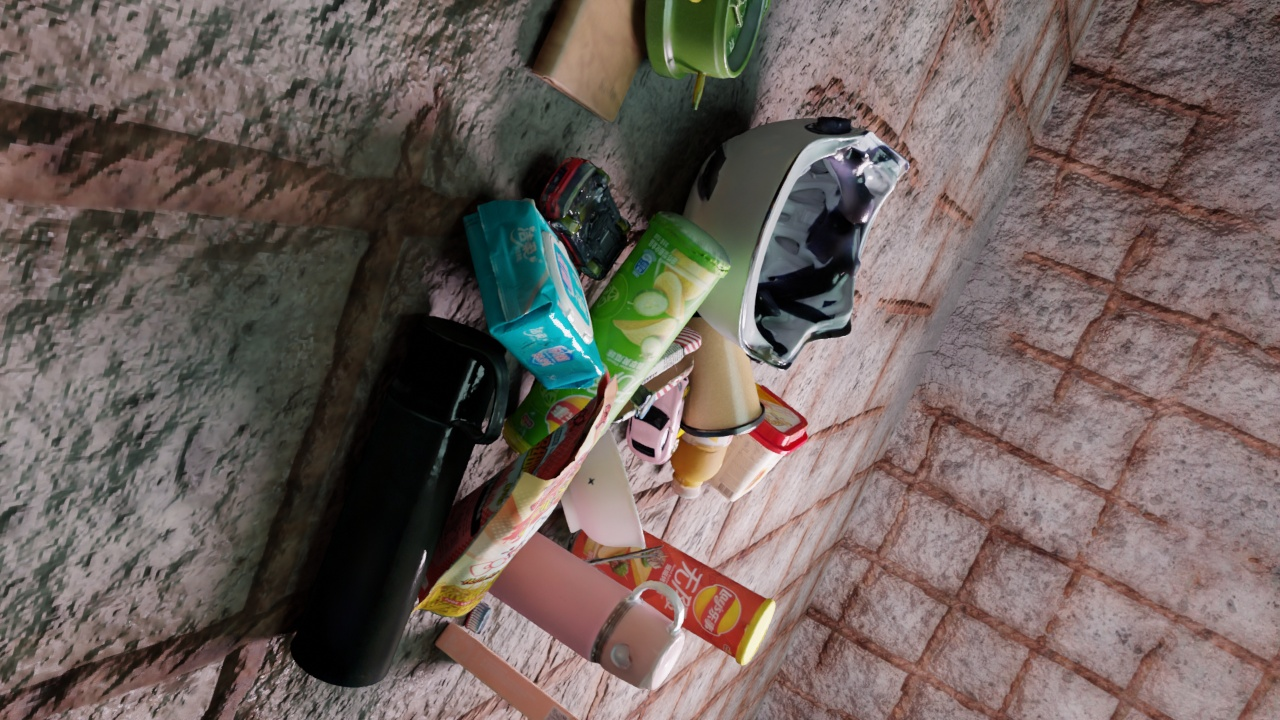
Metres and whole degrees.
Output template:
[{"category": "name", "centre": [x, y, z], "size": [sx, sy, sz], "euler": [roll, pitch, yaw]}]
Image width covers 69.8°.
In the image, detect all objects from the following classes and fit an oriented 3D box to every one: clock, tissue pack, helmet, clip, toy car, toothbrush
[{"category": "clock", "centre": [0.056, -0.267, 0.651], "size": [0.116, 0.056, 0.160], "euler": [82, 28, -56]}, {"category": "tissue pack", "centre": [-0.067, -0.040, 0.613], "size": [0.050, 0.093, 0.133], "euler": [-19, 156, 6]}, {"category": "helmet", "centre": [0.117, -0.122, 0.847], "size": [0.257, 0.146, 0.229], "euler": [-18, 128, -47]}, {"category": "clip", "centre": [0.001, 0.033, 0.779], "size": [0.024, 0.027, 0.056], "euler": [-54, 166, -10]}, {"category": "toy car", "centre": [-0.043, -0.101, 0.660], "size": [0.053, 0.045, 0.120], "euler": [-58, 162, -13]}, {"category": "toy car", "centre": [0.014, 0.056, 0.942], "size": [0.037, 0.056, 0.123], "euler": [-45, 152, -49]}, {"category": "toothbrush", "centre": [-0.117, 0.166, 0.834], "size": [0.188, 0.017, 0.016], "euler": [-65, 158, 8]}]

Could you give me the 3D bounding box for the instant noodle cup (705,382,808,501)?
[{"category": "instant noodle cup", "centre": [0.136, 0.107, 1.196], "size": [0.116, 0.116, 0.124], "euler": [-16, 142, -60]}]

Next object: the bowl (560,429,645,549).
[{"category": "bowl", "centre": [-0.043, 0.130, 0.874], "size": [0.064, 0.118, 0.118], "euler": [-16, 144, -5]}]

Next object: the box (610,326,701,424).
[{"category": "box", "centre": [-0.004, -0.003, 0.828], "size": [0.163, 0.076, 0.073], "euler": [-31, 147, -47]}]

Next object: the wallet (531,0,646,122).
[{"category": "wallet", "centre": [-0.022, -0.219, 0.611], "size": [0.101, 0.020, 0.115], "euler": [-65, 160, 9]}]

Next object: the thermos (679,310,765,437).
[{"category": "thermos", "centre": [0.079, 0.013, 0.957], "size": [0.092, 0.093, 0.143], "euler": [-32, 119, -50]}]

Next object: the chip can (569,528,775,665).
[{"category": "chip can", "centre": [0.031, 0.231, 0.961], "size": [0.073, 0.217, 0.073], "euler": [-48, 153, -34]}]

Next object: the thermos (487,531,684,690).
[{"category": "thermos", "centre": [-0.055, 0.188, 0.758], "size": [0.067, 0.199, 0.087], "euler": [-5, 118, -62]}]

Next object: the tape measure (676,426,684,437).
[{"category": "tape measure", "centre": [0.032, 0.064, 1.019], "size": [0.059, 0.029, 0.057], "euler": [-34, 145, -48]}]

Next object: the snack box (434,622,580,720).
[{"category": "snack box", "centre": [-0.107, 0.296, 0.818], "size": [0.026, 0.157, 0.084], "euler": [-52, 156, -19]}]

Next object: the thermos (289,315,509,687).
[{"category": "thermos", "centre": [-0.152, 0.097, 0.596], "size": [0.068, 0.090, 0.243], "euler": [12, 106, -45]}]

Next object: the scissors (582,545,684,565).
[{"category": "scissors", "centre": [-0.047, 0.192, 0.880], "size": [0.159, 0.181, 0.014], "euler": [7, 67, -39]}]

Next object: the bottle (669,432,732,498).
[{"category": "bottle", "centre": [0.076, 0.077, 1.075], "size": [0.067, 0.068, 0.190], "euler": [-29, 140, -53]}]

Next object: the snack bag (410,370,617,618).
[{"category": "snack bag", "centre": [-0.092, 0.099, 0.638], "size": [0.208, 0.073, 0.128], "euler": [-46, -177, 38]}]

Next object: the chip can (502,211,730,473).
[{"category": "chip can", "centre": [-0.019, -0.012, 0.714], "size": [0.221, 0.072, 0.072], "euler": [-53, 159, 13]}]
